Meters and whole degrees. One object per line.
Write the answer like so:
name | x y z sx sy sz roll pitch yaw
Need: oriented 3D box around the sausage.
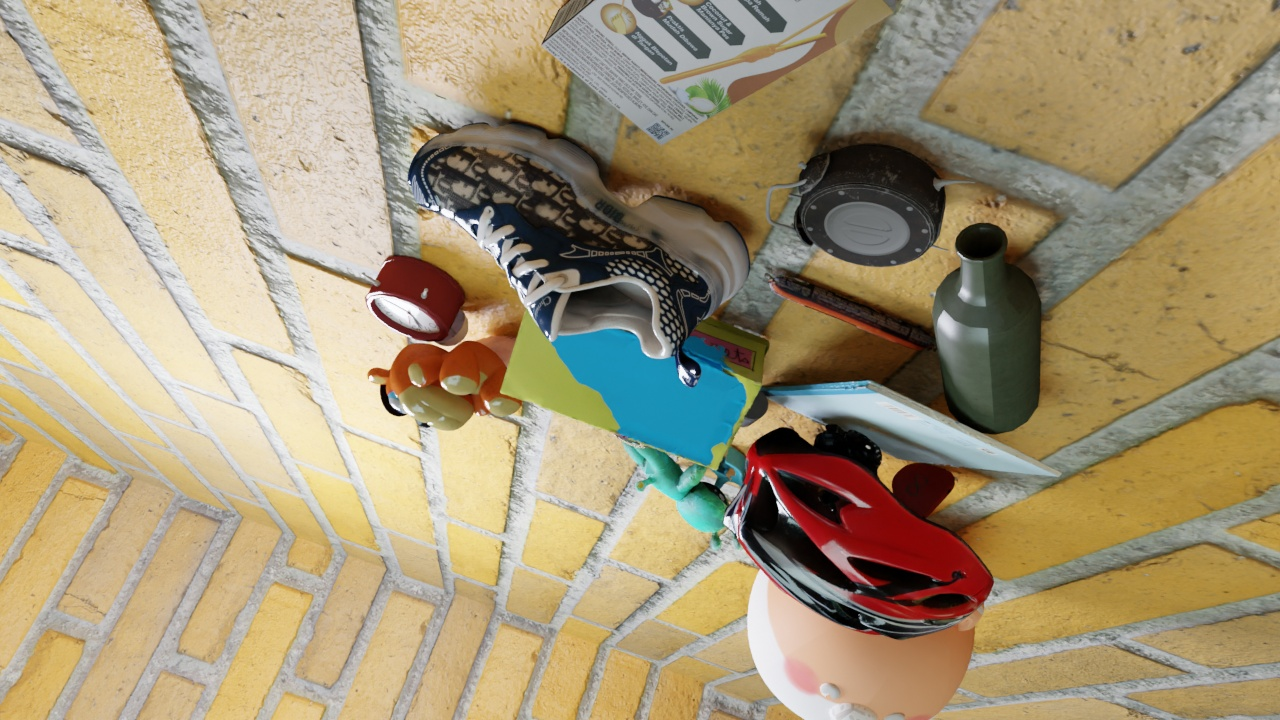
sausage | 0.171 -0.039 0.743 0.155 0.020 0.020 21 155 -4

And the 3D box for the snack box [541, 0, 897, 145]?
snack box | 0.038 -0.195 0.512 0.101 0.031 0.186 34 151 -28

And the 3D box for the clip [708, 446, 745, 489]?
clip | 0.104 0.136 1.134 0.103 0.027 0.120 6 152 22

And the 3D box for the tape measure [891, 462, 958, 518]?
tape measure | 0.295 0.132 0.965 0.051 0.059 0.019 40 168 34

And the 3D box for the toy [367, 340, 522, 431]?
toy | -0.208 0.024 0.961 0.176 0.096 0.112 6 162 44

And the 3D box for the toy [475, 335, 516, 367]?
toy | -0.139 0.007 1.021 0.108 0.053 0.105 1 160 34

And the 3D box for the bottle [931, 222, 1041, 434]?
bottle | 0.250 -0.022 0.661 0.071 0.071 0.207 6 151 26

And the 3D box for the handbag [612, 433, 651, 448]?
handbag | -0.024 0.058 1.050 0.079 0.054 0.128 11 159 42

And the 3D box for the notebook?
notebook | 0.223 0.060 0.829 0.181 0.009 0.254 24 172 -11

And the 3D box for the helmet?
helmet | 0.212 0.171 0.889 0.272 0.167 0.217 32 179 -12

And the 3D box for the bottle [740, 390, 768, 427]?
bottle | 0.107 0.052 0.943 0.030 0.030 0.113 19 170 1

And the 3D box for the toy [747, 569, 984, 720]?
toy | 0.268 0.315 1.100 0.263 0.264 0.282 24 141 -3

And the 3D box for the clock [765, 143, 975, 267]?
clock | 0.147 -0.104 0.601 0.123 0.043 0.091 14 154 12

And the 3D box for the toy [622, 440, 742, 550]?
toy | 0.050 0.163 1.140 0.193 0.072 0.131 44 158 -4

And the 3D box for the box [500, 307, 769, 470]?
box | -0.005 0.005 0.842 0.221 0.079 0.125 18 127 -4

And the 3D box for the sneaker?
sneaker | -0.060 -0.076 0.680 0.269 0.132 0.103 23 146 1

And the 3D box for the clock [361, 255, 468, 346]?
clock | -0.232 -0.056 0.958 0.096 0.048 0.138 15 153 10
